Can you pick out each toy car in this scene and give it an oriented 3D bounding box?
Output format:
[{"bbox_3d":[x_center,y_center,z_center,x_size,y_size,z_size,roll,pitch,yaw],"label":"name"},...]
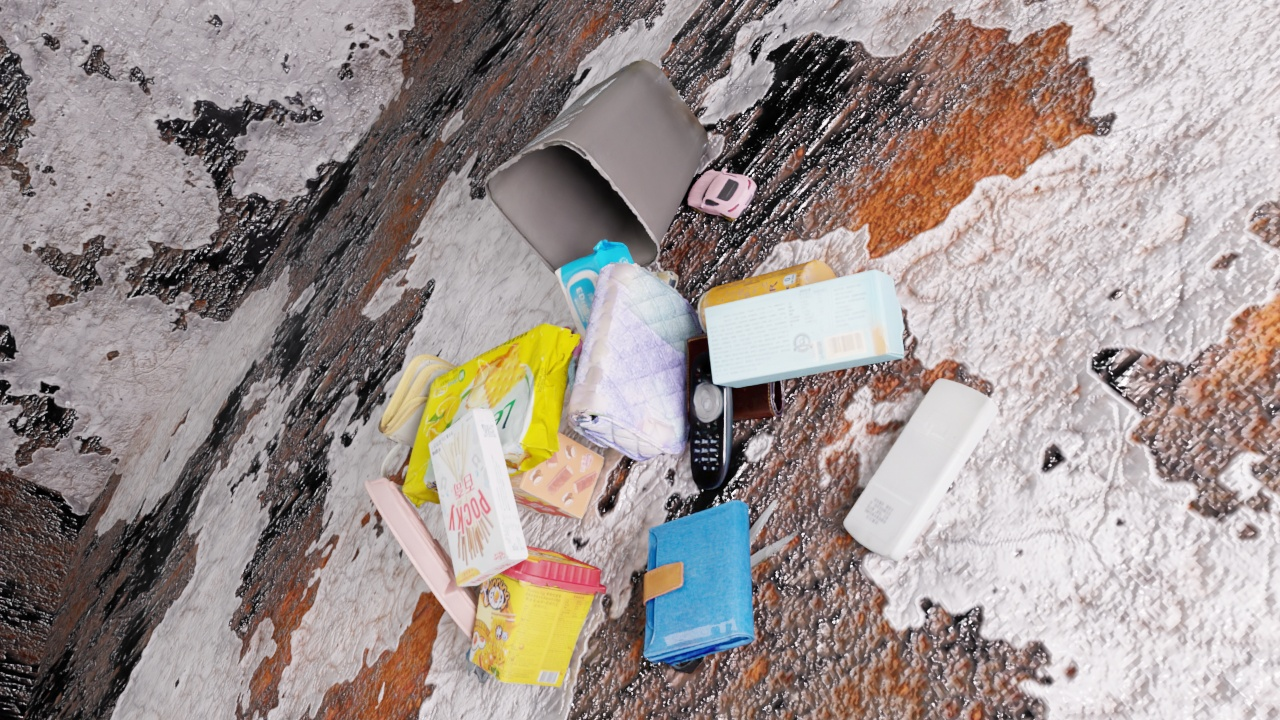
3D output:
[{"bbox_3d":[0.009,-0.089,1.132,0.091,0.035,0.042,-3,61,48],"label":"toy car"},{"bbox_3d":[0.095,-0.204,1.115,0.056,0.037,0.122,-57,32,-3],"label":"toy car"}]

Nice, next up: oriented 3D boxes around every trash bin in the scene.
[{"bbox_3d":[-0.042,-0.245,1.167,0.199,0.198,0.219,-13,38,47],"label":"trash bin"}]

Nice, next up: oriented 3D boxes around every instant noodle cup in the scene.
[{"bbox_3d":[-0.113,0.259,0.939,0.116,0.116,0.123,5,79,53],"label":"instant noodle cup"}]

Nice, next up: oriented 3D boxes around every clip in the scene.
[{"bbox_3d":[-0.187,0.341,1.039,0.024,0.029,0.057,-51,27,6],"label":"clip"}]

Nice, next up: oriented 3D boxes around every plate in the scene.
[{"bbox_3d":[-0.233,0.223,1.031,0.028,0.229,0.229,-35,30,-15],"label":"plate"}]

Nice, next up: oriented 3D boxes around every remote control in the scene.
[{"bbox_3d":[0.220,0.086,0.725,0.150,0.021,0.058,-57,33,0],"label":"remote control"},{"bbox_3d":[0.072,0.059,0.911,0.053,0.024,0.136,-4,84,51],"label":"remote control"}]

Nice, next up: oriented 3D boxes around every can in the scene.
[{"bbox_3d":[0.128,-0.059,0.931,0.146,0.058,0.058,-12,54,47],"label":"can"}]

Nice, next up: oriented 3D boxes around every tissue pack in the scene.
[{"bbox_3d":[-0.040,-0.068,1.102,0.090,0.140,0.063,-19,4,43],"label":"tissue pack"}]

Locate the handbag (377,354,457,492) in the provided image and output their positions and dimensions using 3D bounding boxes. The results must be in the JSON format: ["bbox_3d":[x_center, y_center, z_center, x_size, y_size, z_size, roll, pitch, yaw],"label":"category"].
[{"bbox_3d":[-0.256,0.100,1.198,0.063,0.163,0.178,20,80,55],"label":"handbag"}]

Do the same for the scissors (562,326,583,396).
[{"bbox_3d":[-0.084,-0.003,1.200,0.105,0.017,0.136,-32,45,24],"label":"scissors"}]

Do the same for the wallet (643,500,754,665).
[{"bbox_3d":[0.051,0.196,0.818,0.107,0.040,0.132,-24,42,28],"label":"wallet"}]

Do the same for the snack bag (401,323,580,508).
[{"bbox_3d":[-0.162,0.065,1.016,0.247,0.068,0.157,-24,45,39],"label":"snack bag"}]

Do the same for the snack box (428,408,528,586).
[{"bbox_3d":[-0.163,0.135,0.909,0.085,0.026,0.156,-35,62,35],"label":"snack box"}]

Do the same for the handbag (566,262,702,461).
[{"bbox_3d":[-0.006,0.006,0.981,0.076,0.134,0.193,-20,47,40],"label":"handbag"}]

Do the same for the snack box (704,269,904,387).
[{"bbox_3d":[0.146,-0.025,0.834,0.175,0.051,0.074,-11,79,31],"label":"snack box"}]

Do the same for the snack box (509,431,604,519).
[{"bbox_3d":[-0.114,0.127,1.053,0.093,0.094,0.077,-5,59,50],"label":"snack box"}]

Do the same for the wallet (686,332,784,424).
[{"bbox_3d":[0.092,0.014,0.927,0.123,0.020,0.096,-10,76,47],"label":"wallet"}]

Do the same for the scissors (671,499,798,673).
[{"bbox_3d":[0.070,0.205,0.831,0.160,0.014,0.173,-12,52,44],"label":"scissors"}]
